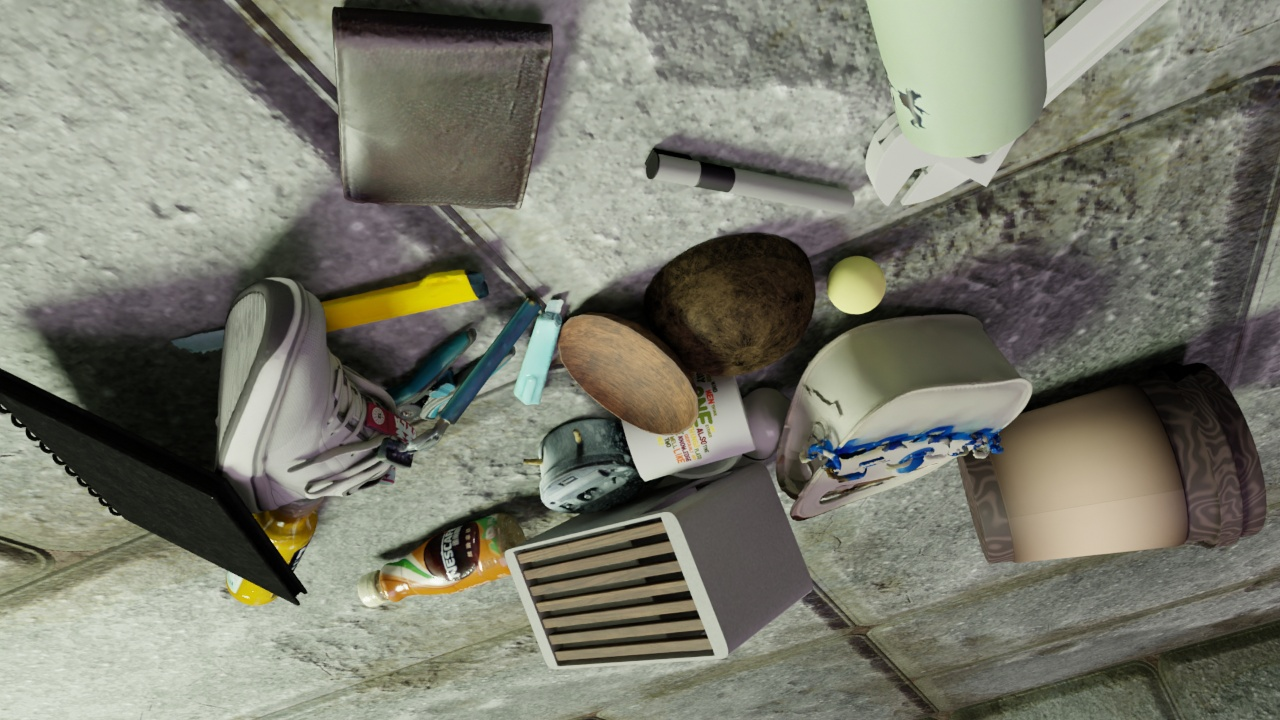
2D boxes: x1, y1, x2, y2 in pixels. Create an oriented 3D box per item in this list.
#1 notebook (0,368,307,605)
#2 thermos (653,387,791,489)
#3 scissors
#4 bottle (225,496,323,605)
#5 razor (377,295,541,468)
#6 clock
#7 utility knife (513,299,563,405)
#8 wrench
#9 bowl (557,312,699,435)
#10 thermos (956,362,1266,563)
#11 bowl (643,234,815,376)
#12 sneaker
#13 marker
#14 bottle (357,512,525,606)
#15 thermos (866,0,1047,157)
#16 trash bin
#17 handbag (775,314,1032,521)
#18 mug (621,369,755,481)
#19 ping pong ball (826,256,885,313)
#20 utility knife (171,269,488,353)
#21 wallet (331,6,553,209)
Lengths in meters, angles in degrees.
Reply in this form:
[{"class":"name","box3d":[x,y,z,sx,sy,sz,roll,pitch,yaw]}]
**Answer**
[{"class":"notebook","box3d":[-0.324,0.094,0.620,0.169,0.019,0.232,24,150,6]},{"class":"thermos","box3d":[0.063,0.101,0.826,0.052,0.052,0.225,7,142,-28]},{"class":"scissors","box3d":[-0.149,0.021,0.666,0.148,0.019,0.132,-7,146,-11]},{"class":"bottle","box3d":[-0.305,0.146,0.771,0.053,0.053,0.187,9,141,-29]},{"class":"razor","box3d":[-0.113,0.016,0.603,0.144,0.022,0.042,-49,163,-5]},{"class":"clock","box3d":[-0.034,0.095,0.786,0.090,0.052,0.129,-31,142,25]},{"class":"utility knife","box3d":[-0.072,-0.004,0.657,0.022,0.015,0.120,12,141,-10]},{"class":"wrench","box3d":[0.234,-0.179,0.497,0.086,0.018,0.274,15,137,-33]},{"class":"bowl","box3d":[-0.004,0.004,0.646,0.114,0.026,0.102,37,146,0]},{"class":"thermos","box3d":[0.429,0.108,0.869,0.226,0.172,0.173,-14,148,14]},{"class":"bowl","box3d":[0.067,-0.026,0.633,0.121,0.056,0.121,-9,147,-6]},{"class":"sneaker","box3d":[-0.203,0.036,0.588,0.128,0.096,0.264,1,153,-23]},{"class":"marker","box3d":[0.069,-0.105,0.551,0.140,0.016,0.016,5,143,-25]},{"class":"bottle","box3d":[-0.192,0.197,0.878,0.167,0.059,0.059,-21,146,13]},{"class":"thermos","box3d":[0.127,-0.184,0.391,0.082,0.082,0.231,-22,146,14]},{"class":"trash bin","box3d":[0.009,0.179,0.783,0.114,0.114,0.230,-20,178,-45]},{"class":"handbag","box3d":[0.203,0.066,0.742,0.200,0.093,0.200,-6,137,-26]},{"class":"mug","box3d":[0.040,0.056,0.722,0.089,0.073,0.105,-17,131,6]},{"class":"ping pong ball","box3d":[0.149,-0.052,0.636,0.040,0.040,0.040,-9,147,-6]},{"class":"utility knife","box3d":[-0.195,-0.029,0.575,0.207,0.018,0.030,-14,143,3]},{"class":"wallet","box3d":[-0.101,-0.122,0.459,0.099,0.031,0.120,0,148,-14]}]
